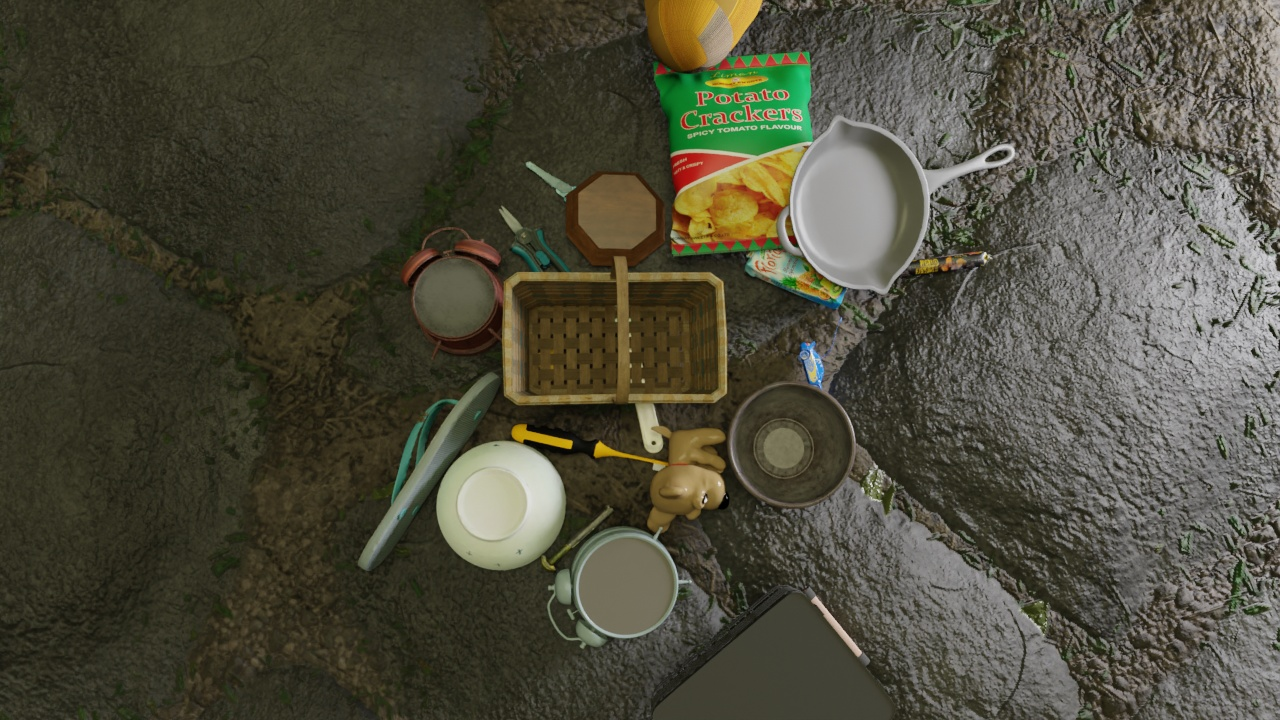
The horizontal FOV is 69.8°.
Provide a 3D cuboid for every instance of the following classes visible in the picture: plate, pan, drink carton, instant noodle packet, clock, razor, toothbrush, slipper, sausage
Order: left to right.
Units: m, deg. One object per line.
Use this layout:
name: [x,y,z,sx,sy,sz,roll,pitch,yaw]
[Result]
slipper: [-0.257,0.118,1.061,0.055,0.098,0.268,32,84,5]
clock: [-0.221,-0.083,1.106,0.120,0.072,0.157,-14,81,-1]
razor: [-0.073,0.208,1.078,0.105,0.042,0.026,-40,79,-15]
toothbrush: [-0.057,0.105,1.096,0.196,0.031,0.031,12,89,-2]
clock: [-0.029,0.260,1.047,0.159,0.045,0.122,-29,93,-9]
plate: [-0.030,-0.179,1.134,0.131,0.025,0.131,1,79,-6]
instant noodle packet: [0.124,-0.255,1.120,0.195,0.090,0.252,-5,79,-2]
drink carton: [0.189,-0.105,1.120,0.129,0.038,0.044,23,81,4]
pan: [0.311,-0.204,1.110,0.354,0.024,0.216,-21,101,-18]
sausage: [0.355,-0.117,1.129,0.155,0.020,0.020,-6,80,0]

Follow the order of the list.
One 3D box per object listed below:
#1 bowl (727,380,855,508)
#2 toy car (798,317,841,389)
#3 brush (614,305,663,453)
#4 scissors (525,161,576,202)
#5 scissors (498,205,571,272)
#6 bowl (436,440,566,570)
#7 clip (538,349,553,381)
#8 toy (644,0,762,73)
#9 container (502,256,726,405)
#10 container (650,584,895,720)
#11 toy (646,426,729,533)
bowl: [0.172,0.100,1.072,0.145,0.067,0.145,0,80,1]
toy car: [0.224,0.000,1.103,0.062,0.033,0.092,-15,80,5]
brush: [-0.007,0.007,1.120,0.033,0.012,0.217,-13,82,-2]
scissors: [-0.089,-0.214,1.156,0.138,0.015,0.063,39,85,2]
scissors: [-0.123,-0.135,1.141,0.137,0.019,0.129,9,72,-5]
bowl: [-0.166,0.167,1.064,0.153,0.073,0.153,0,82,0]
clip: [-0.125,0.002,1.123,0.047,0.039,0.053,-8,82,-5]
toy: [0.068,-0.437,1.100,0.199,0.162,0.202,-7,53,38]
container: [-0.027,-0.024,1.020,0.250,0.186,0.157,0,82,-5]
container: [0.136,0.369,0.995,0.241,0.130,0.163,-39,82,-5]
toy: [0.054,0.132,1.056,0.106,0.134,0.108,14,60,0]
